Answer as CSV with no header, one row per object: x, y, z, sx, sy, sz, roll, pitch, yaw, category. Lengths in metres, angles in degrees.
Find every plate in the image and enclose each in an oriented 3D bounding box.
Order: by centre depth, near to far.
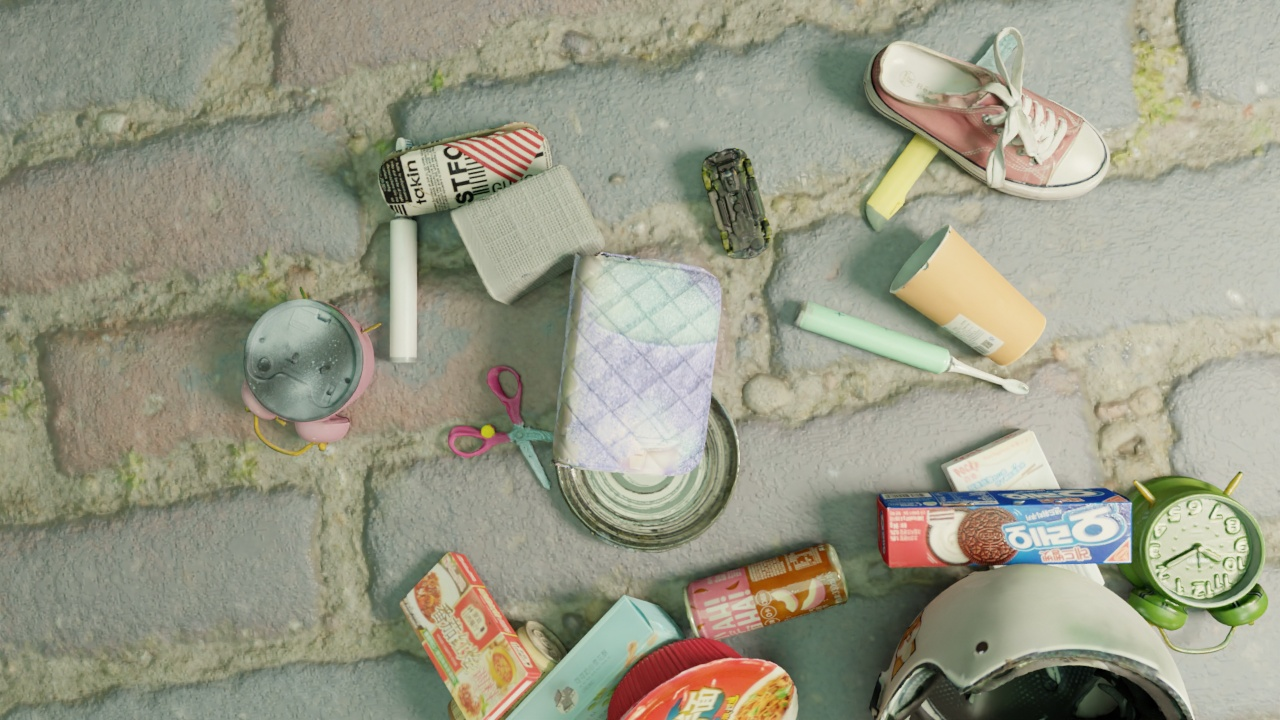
0.006,0.094,0.882,0.179,0.024,0.179,0,89,5,plate

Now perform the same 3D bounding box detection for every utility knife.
0.280,-0.216,0.855,0.031,0.022,0.221,37,100,0,utility knife

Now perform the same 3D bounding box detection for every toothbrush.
0.252,-0.009,0.855,0.224,0.027,0.026,19,106,5,toothbrush
-0.233,-0.107,0.900,0.027,0.026,0.221,0,90,30,toothbrush

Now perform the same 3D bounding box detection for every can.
0.116,0.217,0.855,0.147,0.058,0.058,-18,89,5,can
-0.127,0.310,0.878,0.058,0.058,0.116,43,94,4,can

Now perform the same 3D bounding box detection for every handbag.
-0.005,0.005,0.826,0.134,0.075,0.194,7,92,-16,handbag

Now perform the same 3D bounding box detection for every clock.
0.492,0.181,0.820,0.116,0.056,0.161,-6,90,6,clock
-0.325,0.017,0.894,0.117,0.060,0.158,25,91,4,clock

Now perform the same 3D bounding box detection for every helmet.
0.317,0.268,0.773,0.230,0.156,0.275,16,137,4,helmet

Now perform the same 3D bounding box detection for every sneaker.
0.314,-0.213,0.807,0.241,0.088,0.118,25,94,-6,sneaker

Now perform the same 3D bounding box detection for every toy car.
0.090,-0.147,0.867,0.048,0.032,0.105,-18,100,5,toy car

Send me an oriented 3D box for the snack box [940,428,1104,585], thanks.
0.352,0.151,0.847,0.085,0.027,0.157,-25,88,6,snack box

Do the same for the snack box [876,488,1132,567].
0.318,0.146,0.809,0.207,0.057,0.058,-3,94,7,snack box

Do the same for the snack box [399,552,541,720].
-0.163,0.261,0.864,0.075,0.025,0.153,-46,58,5,snack box

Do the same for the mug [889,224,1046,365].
0.298,-0.054,0.829,0.123,0.078,0.078,39,94,0,mug

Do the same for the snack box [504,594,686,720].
-0.042,0.300,0.856,0.175,0.074,0.051,-47,56,4,snack box

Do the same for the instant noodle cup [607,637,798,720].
0.043,0.321,0.828,0.193,0.066,0.194,-11,121,-18,instant noodle cup

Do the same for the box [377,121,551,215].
-0.168,-0.185,0.881,0.163,0.083,0.075,-17,126,-7,box

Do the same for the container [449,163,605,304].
-0.100,-0.119,0.857,0.114,0.090,0.090,-27,89,2,container

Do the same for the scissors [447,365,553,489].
-0.121,0.064,0.898,0.133,0.017,0.130,4,88,1,scissors
